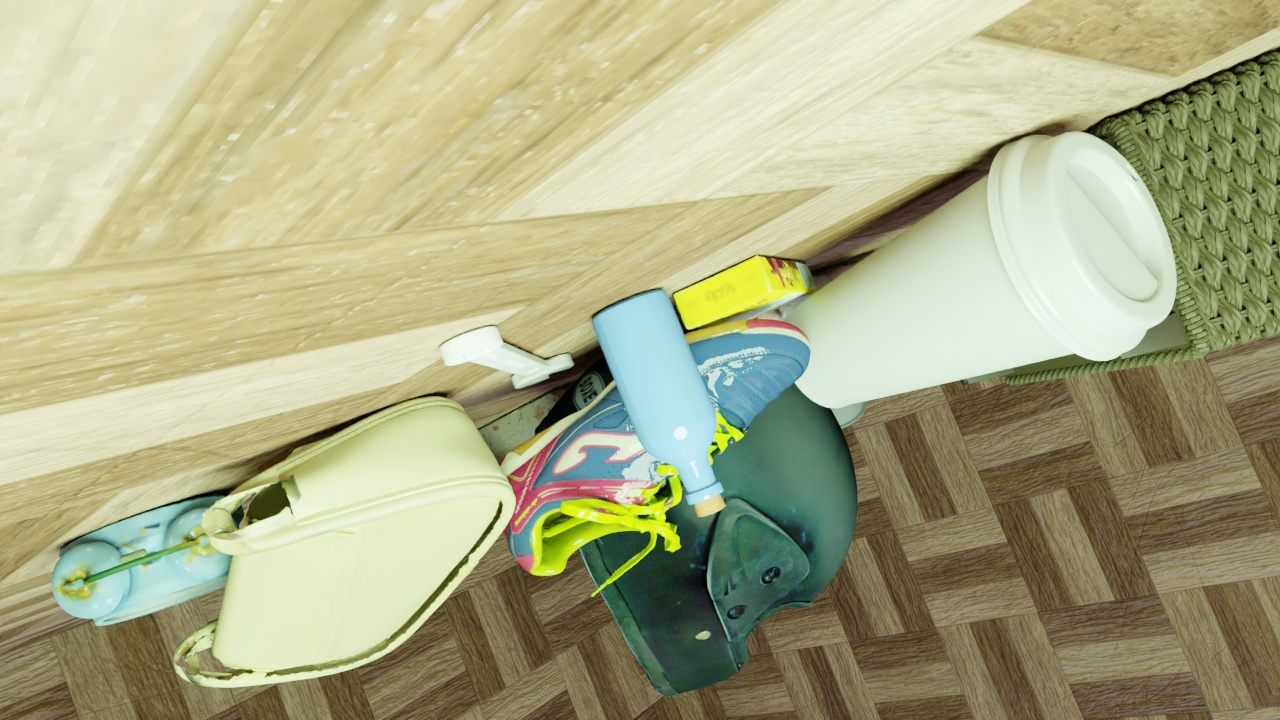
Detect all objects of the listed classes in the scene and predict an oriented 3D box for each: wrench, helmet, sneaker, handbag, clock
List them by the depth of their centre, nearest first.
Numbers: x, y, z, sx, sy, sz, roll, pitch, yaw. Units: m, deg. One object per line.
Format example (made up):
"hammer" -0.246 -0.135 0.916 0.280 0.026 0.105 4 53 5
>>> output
"wrench" -0.076 0.001 0.558 0.047 0.009 0.273 -22 176 1
"sneaker" 0.015 0.065 0.604 0.242 0.091 0.116 -33 142 14
"handbag" -0.198 0.124 0.606 0.190 0.088 0.233 -4 140 -37
"clock" -0.330 0.135 0.626 0.118 0.060 0.162 -19 171 -17
"helmet" 0.066 0.122 0.784 0.236 0.316 0.249 -24 -152 -3

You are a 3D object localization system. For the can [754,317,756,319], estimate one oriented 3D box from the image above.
"can" 0.192 -0.037 0.988 0.145 0.079 0.079 -19 175 -38

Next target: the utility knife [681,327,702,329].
"utility knife" -0.005 0.005 0.912 0.028 0.020 0.214 -17 173 -37

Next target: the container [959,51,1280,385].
"container" 0.367 -0.082 0.701 0.205 0.176 0.321 -18 176 -3

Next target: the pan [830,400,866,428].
"pan" 0.173 -0.012 1.084 0.201 0.051 0.355 12 -152 13

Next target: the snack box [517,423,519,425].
"snack box" -0.047 0.075 1.041 0.227 0.059 0.059 -13 160 39

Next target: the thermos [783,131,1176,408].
"thermos" 0.192 -0.038 0.572 0.131 0.131 0.222 -19 174 -38

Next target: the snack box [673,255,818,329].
"snack box" 0.077 -0.046 0.629 0.061 0.025 0.148 -23 176 21

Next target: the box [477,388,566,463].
"box" -0.116 0.089 1.006 0.062 0.081 0.217 1 163 -36

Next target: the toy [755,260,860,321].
"toy" 0.167 -0.036 0.809 0.139 0.101 0.179 -39 150 32

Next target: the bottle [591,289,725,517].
"bottle" 0.017 0.027 0.532 0.048 0.131 0.048 -22 176 -2
